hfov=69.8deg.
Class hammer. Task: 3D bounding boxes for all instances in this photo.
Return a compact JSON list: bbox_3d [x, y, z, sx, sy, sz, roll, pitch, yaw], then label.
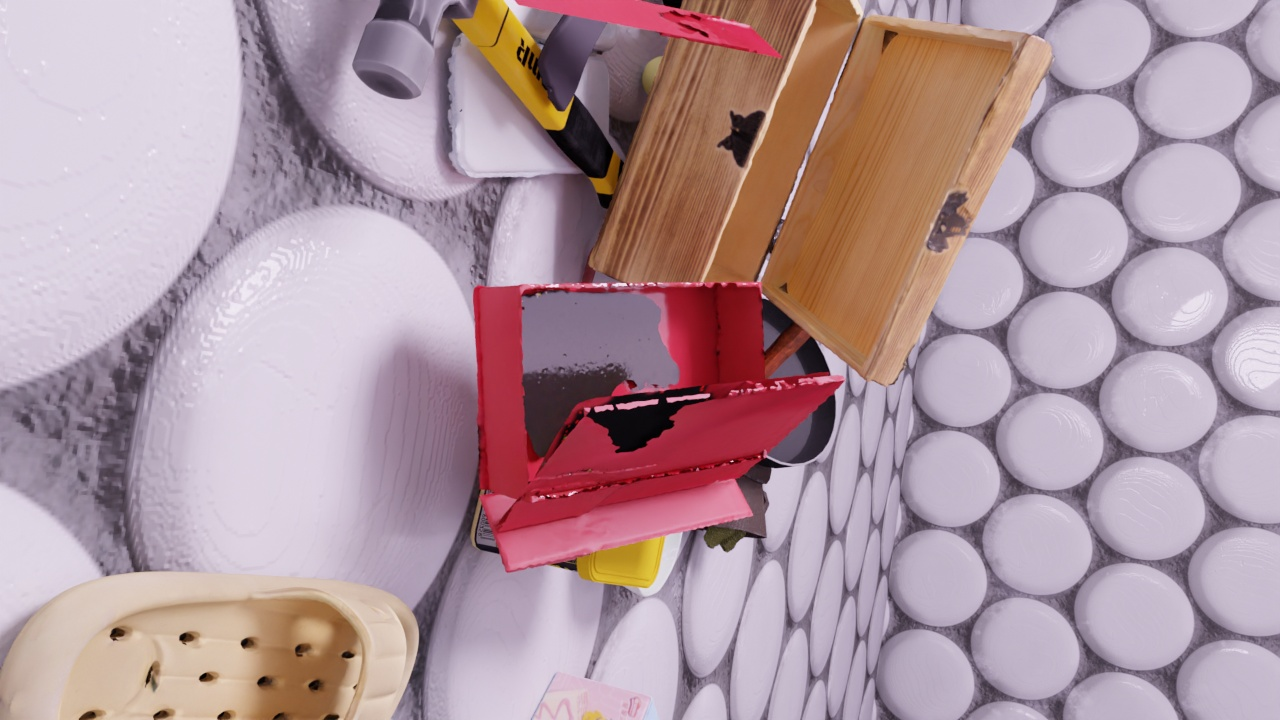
[{"bbox_3d":[-0.065,-0.186,0.611,0.324,0.034,0.169,39,64,-66],"label":"hammer"},{"bbox_3d":[0.148,-0.023,0.886,0.301,0.111,0.028,-46,114,4],"label":"hammer"}]

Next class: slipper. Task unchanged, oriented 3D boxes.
[{"bbox_3d":[-0.178,0.166,0.456,0.261,0.079,0.111,41,62,-61],"label":"slipper"}]

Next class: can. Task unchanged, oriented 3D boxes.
[{"bbox_3d":[-0.050,0.124,0.694,0.130,0.101,0.072,36,64,-63],"label":"can"}]

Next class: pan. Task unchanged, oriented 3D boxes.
[{"bbox_3d":[0.097,0.046,1.012,0.354,0.044,0.204,-22,87,-44],"label":"pan"}]

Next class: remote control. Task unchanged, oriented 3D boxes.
[{"bbox_3d":[-0.039,-0.223,0.607,0.046,0.009,0.124,66,40,-57],"label":"remote control"}]

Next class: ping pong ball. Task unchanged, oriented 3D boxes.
[{"bbox_3d":[0.021,-0.254,0.828,0.040,0.040,0.040,7,90,-66],"label":"ping pong ball"}]

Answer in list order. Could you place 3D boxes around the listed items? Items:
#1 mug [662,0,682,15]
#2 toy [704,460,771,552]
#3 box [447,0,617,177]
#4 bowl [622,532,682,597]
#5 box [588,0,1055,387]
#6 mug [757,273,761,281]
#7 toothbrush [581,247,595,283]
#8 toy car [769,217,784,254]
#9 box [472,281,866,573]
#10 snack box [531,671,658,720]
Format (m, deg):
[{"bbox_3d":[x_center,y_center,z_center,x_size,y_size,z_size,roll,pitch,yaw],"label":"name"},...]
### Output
[{"bbox_3d":[0.049,-0.375,0.828,0.118,0.085,0.100,-102,175,-67],"label":"mug"},{"bbox_3d":[0.108,0.146,1.078,0.179,0.078,0.152,27,66,-50],"label":"toy"},{"bbox_3d":[-0.070,-0.224,0.646,0.208,0.038,0.190,-21,112,-62],"label":"box"},{"bbox_3d":[-0.008,0.153,0.844,0.117,0.061,0.117,-26,120,-61],"label":"bowl"},{"bbox_3d":[0.156,-0.163,0.773,0.279,0.264,0.269,-70,167,16],"label":"box"},{"bbox_3d":[0.080,-0.048,0.960,0.107,0.080,0.116,-53,135,-50],"label":"mug"},{"bbox_3d":[-0.058,-0.012,0.751,0.015,0.015,0.184,39,60,-58],"label":"toothbrush"},{"bbox_3d":[0.130,-0.161,1.074,0.112,0.047,0.047,36,57,-17],"label":"toy car"},{"bbox_3d":[0.041,0.162,0.561,0.214,0.138,0.467,-4,75,-39],"label":"box"},{"bbox_3d":[-0.037,0.334,0.787,0.079,0.095,0.093,-58,145,-44],"label":"snack box"}]
